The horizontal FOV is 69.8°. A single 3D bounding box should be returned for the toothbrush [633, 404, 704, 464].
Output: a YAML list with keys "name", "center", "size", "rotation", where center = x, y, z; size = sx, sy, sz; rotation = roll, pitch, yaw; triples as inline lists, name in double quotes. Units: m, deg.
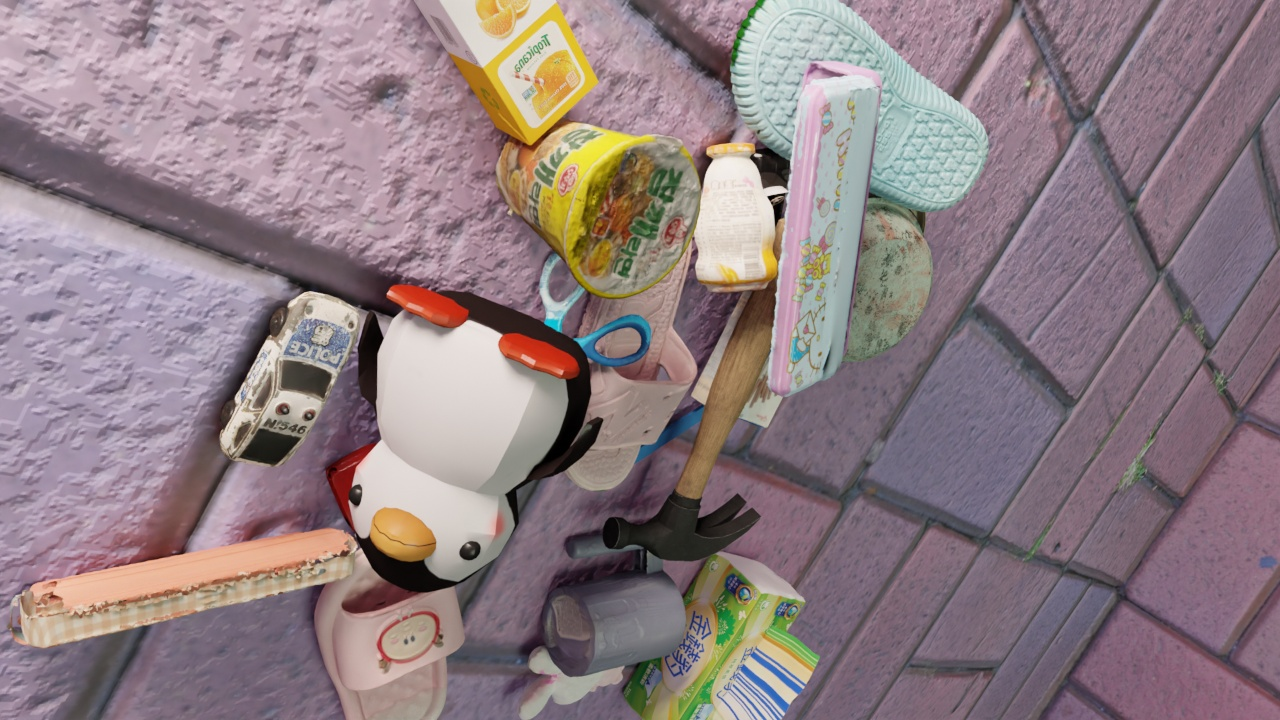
- name: "toothbrush"
  center: [0.038, 0.054, 0.819]
  size: [0.166, 0.014, 0.016]
  rotation: [-32, 134, -18]

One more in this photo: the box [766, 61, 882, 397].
- name: "box"
  center: [0.126, -0.090, 0.636]
  size: [0.139, 0.062, 0.214]
  rotation: [-60, 155, -61]

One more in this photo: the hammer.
- name: "hammer"
  center: [0.078, 0.031, 0.767]
  size: [0.132, 0.040, 0.306]
  rotation: [11, 108, -32]

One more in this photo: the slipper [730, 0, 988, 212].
- name: "slipper"
  center: [0.170, -0.197, 0.724]
  size: [0.275, 0.069, 0.116]
  rotation: [18, 108, -33]

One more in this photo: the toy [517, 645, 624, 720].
- name: "toy"
  center: [-0.063, 0.294, 0.866]
  size: [0.125, 0.037, 0.076]
  rotation: [6, 109, -46]

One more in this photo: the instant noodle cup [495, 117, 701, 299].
- name: "instant noodle cup"
  center: [-0.032, -0.104, 0.565]
  size: [0.102, 0.108, 0.102]
  rotation: [-24, 131, -30]

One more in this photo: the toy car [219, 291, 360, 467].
- name: "toy car"
  center: [-0.203, 0.014, 0.538]
  size: [0.048, 0.040, 0.113]
  rotation: [22, 100, -50]

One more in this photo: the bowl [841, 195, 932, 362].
- name: "bowl"
  center: [0.195, -0.060, 0.790]
  size: [0.157, 0.038, 0.158]
  rotation: [-13, 122, -23]

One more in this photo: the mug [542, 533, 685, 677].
- name: "mug"
  center: [-0.024, 0.215, 0.827]
  size: [0.103, 0.084, 0.124]
  rotation: [0, 93, -41]

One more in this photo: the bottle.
- name: "bottle"
  center: [0.070, -0.106, 0.688]
  size: [0.063, 0.063, 0.109]
  rotation: [-10, 100, -39]

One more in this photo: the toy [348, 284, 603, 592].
- name: "toy"
  center: [-0.114, 0.055, 0.585]
  size: [0.140, 0.159, 0.184]
  rotation: [-34, 148, -77]

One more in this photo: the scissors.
- name: "scissors"
  center: [-0.053, -0.004, 0.648]
  size: [0.113, 0.013, 0.140]
  rotation: [32, 90, -9]

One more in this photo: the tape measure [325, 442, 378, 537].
- name: "tape measure"
  center: [-0.181, 0.086, 0.624]
  size: [0.051, 0.019, 0.059]
  rotation: [-30, 125, -28]

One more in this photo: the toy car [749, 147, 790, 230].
- name: "toy car"
  center: [0.096, -0.121, 0.730]
  size: [0.040, 0.037, 0.092]
  rotation: [-16, 127, -36]

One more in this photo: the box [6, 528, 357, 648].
- name: "box"
  center: [-0.268, 0.139, 0.553]
  size: [0.186, 0.054, 0.077]
  rotation: [-6, 153, -40]

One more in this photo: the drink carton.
- name: "drink carton"
  center: [-0.080, -0.190, 0.514]
  size: [0.058, 0.040, 0.122]
  rotation: [-45, 139, -10]

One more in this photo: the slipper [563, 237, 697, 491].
- name: "slipper"
  center: [-0.004, 0.004, 0.703]
  size: [0.094, 0.064, 0.240]
  rotation: [-5, 118, -41]

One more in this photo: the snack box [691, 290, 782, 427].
- name: "snack box"
  center: [0.112, -0.019, 0.807]
  size: [0.082, 0.026, 0.150]
  rotation: [23, 97, -39]

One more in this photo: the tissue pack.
- name: "tissue pack"
  center: [0.099, 0.320, 0.957]
  size: [0.120, 0.141, 0.198]
  rotation: [17, 104, -48]

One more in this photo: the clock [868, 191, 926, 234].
- name: "clock"
  center: [0.207, -0.103, 0.835]
  size: [0.092, 0.054, 0.141]
  rotation: [-23, 125, -22]

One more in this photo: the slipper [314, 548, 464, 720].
- name: "slipper"
  center: [-0.183, 0.214, 0.685]
  size: [0.106, 0.056, 0.222]
  rotation: [-16, 128, -33]
